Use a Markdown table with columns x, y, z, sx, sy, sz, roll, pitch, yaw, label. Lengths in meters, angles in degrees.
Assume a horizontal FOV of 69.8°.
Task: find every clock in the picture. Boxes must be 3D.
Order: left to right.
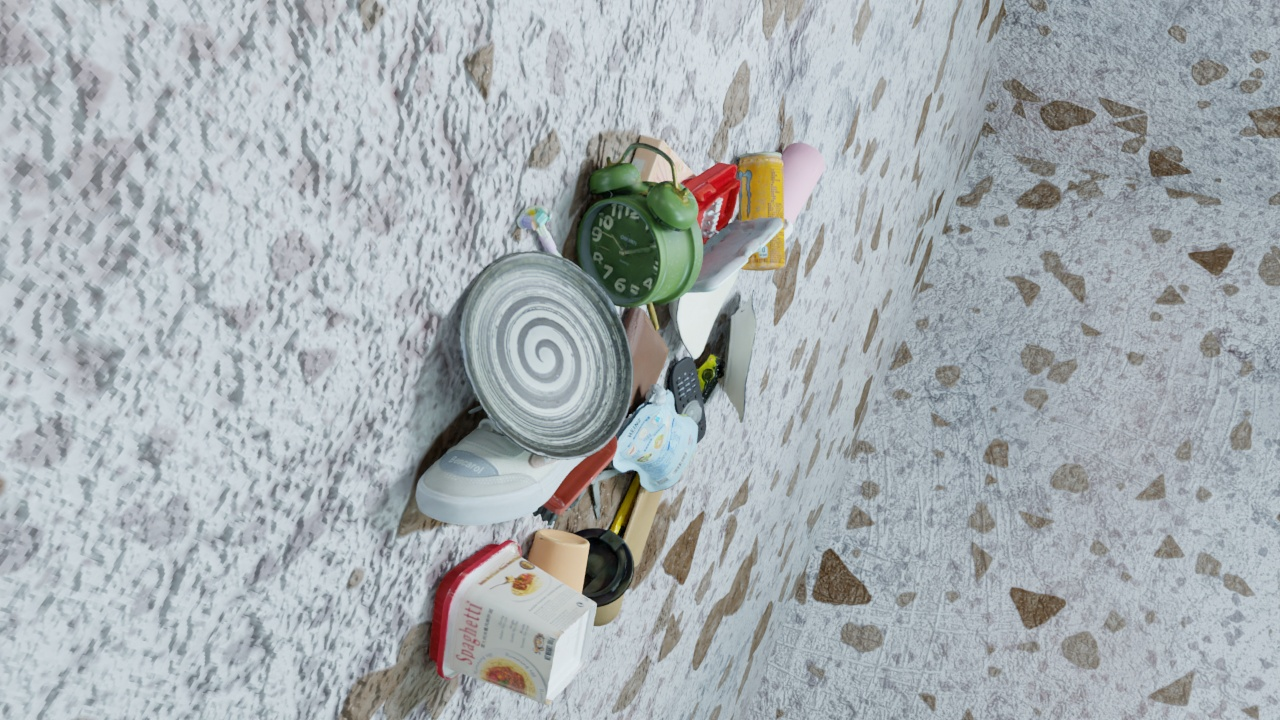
| x | y | z | sx | sy | sz | roll | pitch | yaw | label |
| --- | --- | --- | --- | --- | --- | --- | --- | --- | --- |
| -0.002 | -0.118 | 0.839 | 0.056 | 0.116 | 0.161 | -25 | 134 | -47 | clock |

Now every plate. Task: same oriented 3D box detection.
| x | y | z | sx | sy | sz | roll | pitch | yaw | label |
| --- | --- | --- | --- | --- | --- | --- | --- | --- | --- |
| -0.077 | -0.004 | 0.766 | 0.179 | 0.024 | 0.179 | 15 | 67 | -39 | plate |
| 0.074 | -0.098 | 1.141 | 0.164 | 0.034 | 0.164 | -64 | 158 | -16 | plate |
| 0.141 | -0.008 | 1.323 | 0.164 | 0.034 | 0.164 | -79 | 174 | -64 | plate |

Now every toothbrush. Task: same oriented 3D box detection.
| x | y | z | sx | sy | sz | roll | pitch | yaw | label |
| --- | --- | --- | --- | --- | --- | --- | --- | --- | --- |
| -0.072 | -0.079 | 0.833 | 0.190 | 0.029 | 0.020 | 67 | 6 | -61 | toothbrush |

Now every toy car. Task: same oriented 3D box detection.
| x | y | z | sx | sy | sz | roll | pitch | yaw | label |
| --- | --- | --- | --- | --- | --- | --- | --- | --- | --- |
| 0.082 | 0.040 | 1.281 | 0.105 | 0.032 | 0.048 | -63 | 160 | 12 | toy car |

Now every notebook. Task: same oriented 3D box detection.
| x | y | z | sx | sy | sz | roll | pitch | yaw | label |
| --- | --- | --- | --- | --- | --- | --- | --- | --- | --- |
| 0.010 | 0.191 | 1.239 | 0.147 | 0.008 | 0.207 | 12 | 98 | -76 | notebook |

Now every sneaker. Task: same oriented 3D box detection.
| x | y | z | sx | sy | sz | roll | pitch | yaw | label |
| --- | --- | --- | --- | --- | --- | --- | --- | --- | --- |
| -0.098 | 0.060 | 0.791 | 0.241 | 0.089 | 0.091 | -32 | 134 | -59 | sneaker |

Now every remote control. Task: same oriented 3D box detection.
| x | y | z | sx | sy | sz | roll | pitch | yaw | label |
| --- | --- | --- | --- | --- | --- | --- | --- | --- | --- |
| 0.060 | 0.054 | 1.228 | 0.053 | 0.024 | 0.136 | -35 | 128 | -33 | remote control |

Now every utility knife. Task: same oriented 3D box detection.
| x | y | z | sx | sy | sz | roll | pitch | yaw | label |
| --- | --- | --- | --- | --- | --- | --- | --- | --- | --- |
| -0.032 | 0.228 | 1.183 | 0.223 | 0.015 | 0.033 | -64 | 158 | -17 | utility knife |

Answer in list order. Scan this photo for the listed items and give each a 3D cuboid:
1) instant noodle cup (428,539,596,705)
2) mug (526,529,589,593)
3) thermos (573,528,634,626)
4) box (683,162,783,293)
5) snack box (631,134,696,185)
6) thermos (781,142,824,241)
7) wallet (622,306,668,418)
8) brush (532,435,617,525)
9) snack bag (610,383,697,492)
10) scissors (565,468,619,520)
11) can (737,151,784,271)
| x | y | z | sx | sy | sz | roll | pitch | yaw | label |
| --- | --- | --- | --- | --- | --- | --- | --- | --- | --- |
| -0.115 | 0.248 | 0.856 | 0.116 | 0.124 | 0.116 | -29 | 134 | -60 | instant noodle cup |
| -0.096 | 0.246 | 0.976 | 0.078 | 0.078 | 0.122 | 15 | 89 | -68 | mug |
| -0.052 | 0.259 | 1.075 | 0.092 | 0.093 | 0.143 | -58 | 163 | -29 | thermos |
| 0.081 | -0.132 | 0.966 | 0.200 | 0.101 | 0.096 | -43 | 148 | -49 | box |
| 0.025 | -0.172 | 0.973 | 0.157 | 0.026 | 0.084 | 19 | 91 | -68 | snack box |
| 0.197 | -0.219 | 1.269 | 0.067 | 0.087 | 0.198 | 51 | 54 | -26 | thermos |
| -0.006 | 0.006 | 1.046 | 0.101 | 0.032 | 0.124 | -68 | 159 | -15 | wallet |
| -0.068 | 0.098 | 0.927 | 0.145 | 0.063 | 0.069 | -40 | 157 | -54 | brush |
| 0.018 | 0.097 | 1.095 | 0.110 | 0.039 | 0.191 | -50 | 153 | -5 | snack bag |
| -0.054 | 0.131 | 1.063 | 0.180 | 0.014 | 0.159 | -26 | 133 | -64 | scissors |
| 0.154 | -0.189 | 1.170 | 0.058 | 0.058 | 0.146 | -5 | 94 | -67 | can |
